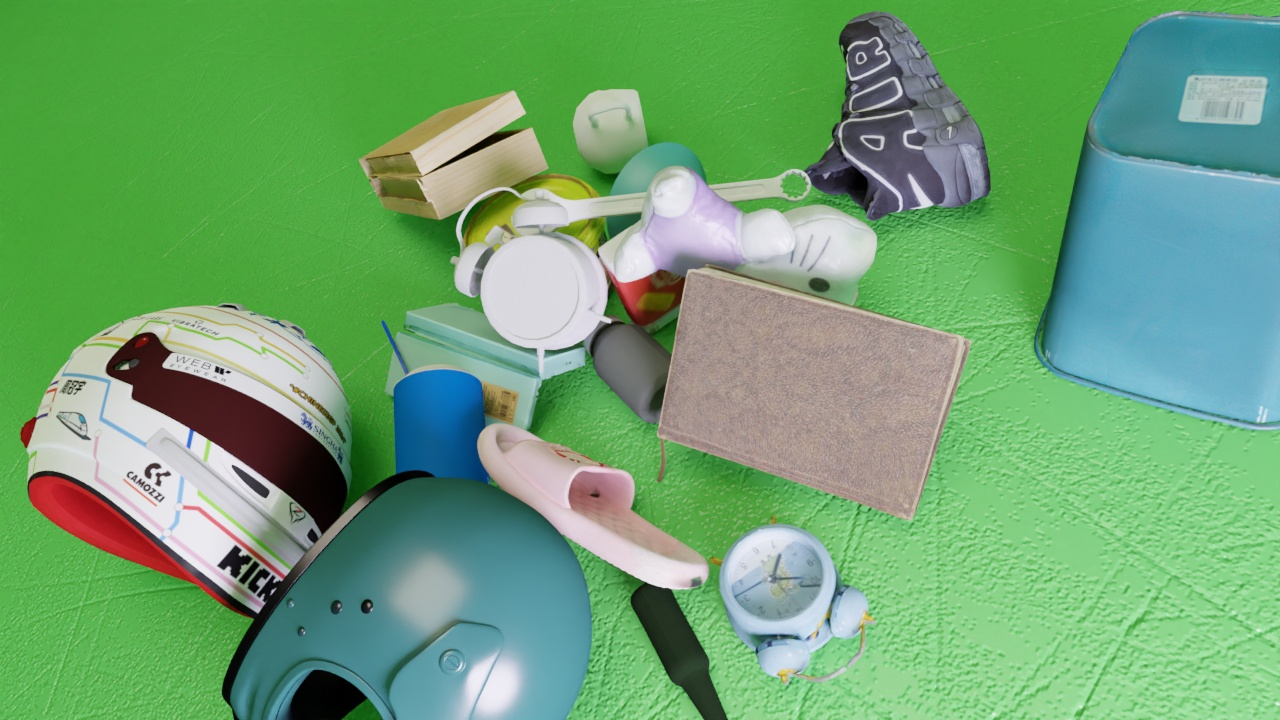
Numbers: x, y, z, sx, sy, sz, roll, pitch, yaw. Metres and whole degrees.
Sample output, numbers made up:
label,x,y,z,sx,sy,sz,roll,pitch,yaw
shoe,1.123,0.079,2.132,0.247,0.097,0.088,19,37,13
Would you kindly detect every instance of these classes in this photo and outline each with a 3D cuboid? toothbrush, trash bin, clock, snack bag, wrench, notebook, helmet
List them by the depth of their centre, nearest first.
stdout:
label,x,y,z,sx,sy,sz,roll,pitch,yaw
helmet,-0.148,0.221,0.631,0.200,0.176,0.274,36,80,20
trash bin,0.401,-0.103,0.645,0.199,0.219,0.196,18,62,32
clock,0.107,0.172,0.653,0.088,0.052,0.124,-32,49,-7
notebook,0.118,0.040,0.705,0.216,0.190,0.034,18,19,20
helmet,-0.368,0.067,0.795,0.315,0.231,0.235,9,55,32
clock,-0.097,-0.078,0.806,0.120,0.061,0.159,-36,87,13
wrench,0.018,-0.145,0.835,0.273,0.009,0.047,-6,86,2
snack bag,0.013,-0.079,0.842,0.077,0.116,0.036,-34,55,-6
toothbrush,-0.213,0.032,0.879,0.011,0.016,0.186,-25,64,-10

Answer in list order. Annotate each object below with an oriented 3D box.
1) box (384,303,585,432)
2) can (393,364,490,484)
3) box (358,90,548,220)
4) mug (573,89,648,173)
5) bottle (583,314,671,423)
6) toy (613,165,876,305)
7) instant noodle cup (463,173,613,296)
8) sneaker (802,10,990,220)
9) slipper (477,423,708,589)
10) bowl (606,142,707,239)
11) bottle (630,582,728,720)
label,x,y,z,sx,sy,sz,roll,pitch,yaw
box,-0.153,0.008,0.895,0.187,0.078,0.112,15,89,32
can,-0.172,0.082,0.797,0.079,0.079,0.146,-15,62,9
box,-0.211,-0.218,0.979,0.128,0.092,0.249,-27,20,-20
mug,-0.034,-0.253,0.993,0.076,0.124,0.090,-11,86,2
bottle,-0.005,0.005,0.819,0.060,0.060,0.108,-38,50,-10
toy,0.089,-0.086,0.763,0.209,0.138,0.085,18,42,-14
instant noodle cup,-0.094,-0.103,0.913,0.146,0.098,0.146,-10,50,13
sneaker,0.219,-0.226,0.895,0.151,0.097,0.252,-23,55,6
slipper,-0.036,0.109,0.723,0.222,0.106,0.056,31,98,30
bowl,0.030,-0.142,0.875,0.121,0.121,0.046,-41,44,-13
bottle,0.032,0.215,0.661,0.033,0.033,0.123,-30,50,-4
